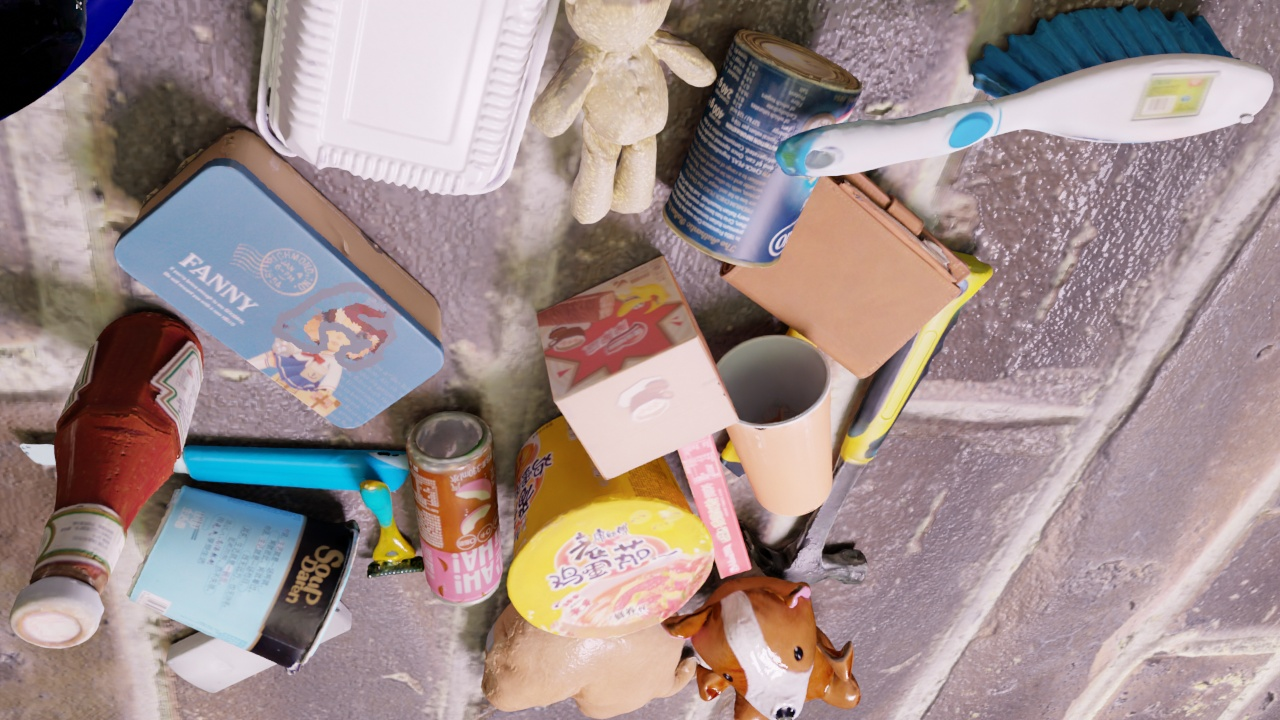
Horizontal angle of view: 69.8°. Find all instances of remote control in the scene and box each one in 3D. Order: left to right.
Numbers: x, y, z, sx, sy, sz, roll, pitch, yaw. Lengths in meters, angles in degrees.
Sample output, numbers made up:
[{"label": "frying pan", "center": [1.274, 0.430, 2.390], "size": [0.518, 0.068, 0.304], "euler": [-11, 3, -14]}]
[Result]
[{"label": "remote control", "center": [-0.298, 0.217, 0.717], "size": [0.135, 0.019, 0.056], "euler": [-26, 129, 7]}]

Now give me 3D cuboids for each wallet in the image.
[{"label": "wallet", "center": [0.134, -0.058, 0.593], "size": [0.131, 0.031, 0.108], "euler": [33, 116, -22]}]

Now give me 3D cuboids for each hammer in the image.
[{"label": "hammer", "center": [0.172, 0.060, 0.706], "size": [0.126, 0.031, 0.324], "euler": [5, 126, -19]}]

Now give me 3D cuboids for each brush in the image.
[{"label": "brush", "center": [0.209, -0.145, 0.506], "size": [0.314, 0.109, 0.061], "euler": [-6, 131, -10]}]

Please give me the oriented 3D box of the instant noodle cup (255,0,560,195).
[{"label": "instant noodle cup", "center": [-0.110, -0.158, 0.448], "size": [0.138, 0.060, 0.174], "euler": [9, 126, -21]}]

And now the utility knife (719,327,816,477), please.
[{"label": "utility knife", "center": [0.098, 0.022, 0.669], "size": [0.033, 0.015, 0.164], "euler": [7, 124, -27]}]

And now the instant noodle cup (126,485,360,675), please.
[{"label": "instant noodle cup", "center": [-0.269, 0.140, 0.620], "size": [0.120, 0.111, 0.111], "euler": [26, 117, -20]}]

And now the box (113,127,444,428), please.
[{"label": "box", "center": [-0.196, -0.045, 0.513], "size": [0.090, 0.061, 0.184], "euler": [-36, 129, 13]}]

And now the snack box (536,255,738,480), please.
[{"label": "snack box", "center": [-0.003, 0.003, 0.577], "size": [0.093, 0.094, 0.077], "euler": [-24, 129, 5]}]

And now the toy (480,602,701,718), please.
[{"label": "toy", "center": [-0.022, 0.251, 0.781], "size": [0.225, 0.082, 0.144], "euler": [17, 125, -29]}]

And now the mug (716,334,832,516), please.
[{"label": "mug", "center": [0.098, 0.051, 0.635], "size": [0.078, 0.078, 0.123], "euler": [-19, 136, 1]}]

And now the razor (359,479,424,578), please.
[{"label": "razor", "center": [-0.182, 0.115, 0.650], "size": [0.043, 0.028, 0.133], "euler": [-3, 143, -6]}]

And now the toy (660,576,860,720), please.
[{"label": "toy", "center": [0.106, 0.249, 0.769], "size": [0.140, 0.130, 0.200], "euler": [-23, 133, 4]}]

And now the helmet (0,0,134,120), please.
[{"label": "helmet", "center": [-0.301, -0.165, 0.273], "size": [0.315, 0.240, 0.247], "euler": [-30, 91, 0]}]

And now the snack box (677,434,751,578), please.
[{"label": "snack box", "center": [0.046, 0.083, 0.664], "size": [0.025, 0.075, 0.153], "euler": [-18, 130, 1]}]

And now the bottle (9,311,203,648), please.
[{"label": "bottle", "center": [-0.274, 0.053, 0.476], "size": [0.059, 0.205, 0.060], "euler": [-7, 129, -8]}]

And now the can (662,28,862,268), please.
[{"label": "can", "center": [0.066, -0.118, 0.512], "size": [0.075, 0.075, 0.111], "euler": [10, 124, -21]}]

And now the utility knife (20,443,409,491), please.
[{"label": "utility knife", "center": [-0.274, 0.068, 0.608], "size": [0.236, 0.018, 0.034], "euler": [5, 127, -19]}]

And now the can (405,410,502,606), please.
[{"label": "can", "center": [-0.129, 0.107, 0.650], "size": [0.058, 0.057, 0.147], "euler": [-5, 128, -10]}]

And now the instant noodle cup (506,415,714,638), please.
[{"label": "instant noodle cup", "center": [-0.030, 0.109, 0.643], "size": [0.138, 0.109, 0.138], "euler": [-7, 128, -9]}]

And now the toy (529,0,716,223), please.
[{"label": "toy", "center": [-0.013, -0.139, 0.485], "size": [0.105, 0.066, 0.157], "euler": [-16, 140, -18]}]
